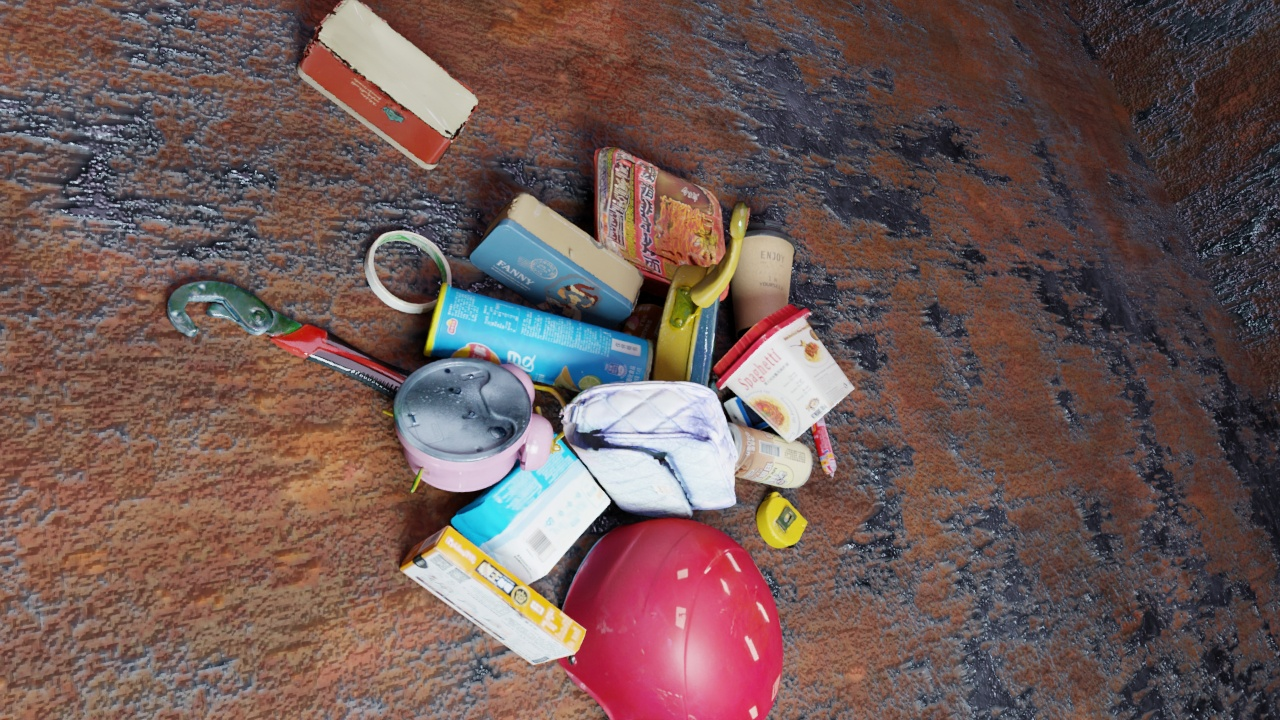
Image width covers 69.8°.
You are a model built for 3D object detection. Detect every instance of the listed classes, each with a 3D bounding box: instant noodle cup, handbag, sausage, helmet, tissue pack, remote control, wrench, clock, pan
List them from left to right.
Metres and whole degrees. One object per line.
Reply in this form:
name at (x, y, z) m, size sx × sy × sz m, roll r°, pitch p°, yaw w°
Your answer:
wrench at (-0.275, -0.003, 0.814) m, size 0.273 × 0.016 × 0.056 m, roll 25°, pitch 57°, yaw -26°
clock at (-0.138, 0.054, 0.809) m, size 0.158 × 0.060 × 0.117 m, roll -13°, pitch 50°, yaw -22°
tissue pack at (-0.099, 0.137, 0.845) m, size 0.090 × 0.063 × 0.139 m, roll 52°, pitch 47°, yaw -6°
instant noodle cup at (0.014, -0.149, 1.082) m, size 0.188 × 0.079 × 0.164 m, roll 16°, pitch 58°, yaw -30°
handbag at (0.016, 0.089, 0.854) m, size 0.194 × 0.134 × 0.075 m, roll 63°, pitch 30°, yaw -59°
helmet at (0.054, 0.256, 0.854) m, size 0.240 × 0.144 × 0.206 m, roll 50°, pitch 44°, yaw -7°
pan at (0.061, -0.041, 0.896) m, size 0.078 × 0.358 × 0.197 m, roll 8°, pitch 62°, yaw 9°
remote control at (0.154, 0.055, 1.121) m, size 0.124 × 0.024 × 0.049 m, roll -18°, pitch 78°, yaw -44°
instant noodle cup at (0.169, 0.018, 1.059) m, size 0.124 × 0.117 × 0.116 m, roll 50°, pitch 40°, yaw 10°
sausage at (0.225, 0.076, 1.171) m, size 0.020 × 0.020 × 0.155 m, roll 7°, pitch 63°, yaw -36°

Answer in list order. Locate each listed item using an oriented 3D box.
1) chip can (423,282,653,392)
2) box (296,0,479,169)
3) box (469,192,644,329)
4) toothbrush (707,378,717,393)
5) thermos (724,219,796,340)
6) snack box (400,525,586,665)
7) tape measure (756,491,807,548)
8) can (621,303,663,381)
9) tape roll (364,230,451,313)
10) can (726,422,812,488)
chip can at (-0.097, -0.013, 0.886) m, size 0.210 × 0.071 × 0.071 m, roll 15°, pitch 57°, yaw -14°
box at (-0.254, -0.290, 0.945) m, size 0.168 × 0.076 × 0.091 m, roll 36°, pitch 50°, yaw -19°
box at (-0.091, -0.101, 0.966) m, size 0.184 × 0.090 × 0.059 m, roll 30°, pitch 52°, yaw -20°
toothbrush at (0.057, 0.087, 1.030) m, size 0.016 × 0.018 × 0.191 m, roll 39°, pitch 47°, yaw -15°
thermos at (0.152, -0.097, 1.163) m, size 0.093 × 0.093 × 0.143 m, roll 17°, pitch 64°, yaw -31°
snack box at (-0.125, 0.203, 0.780) m, size 0.153 × 0.075 × 0.026 m, roll 41°, pitch 49°, yaw -14°
tape measure at (0.162, 0.185, 1.054) m, size 0.060 × 0.029 × 0.057 m, roll 47°, pitch 47°, yaw -8°
can at (-0.006, 0.006, 0.996) m, size 0.058 × 0.058 × 0.146 m, roll 38°, pitch 49°, yaw -17°
tape roll at (-0.227, -0.087, 0.899) m, size 0.085 × 0.014 × 0.085 m, roll 19°, pitch 56°, yaw -31°
can at (0.137, 0.110, 1.054) m, size 0.116 × 0.059 × 0.058 m, roll 16°, pitch 58°, yaw -32°
